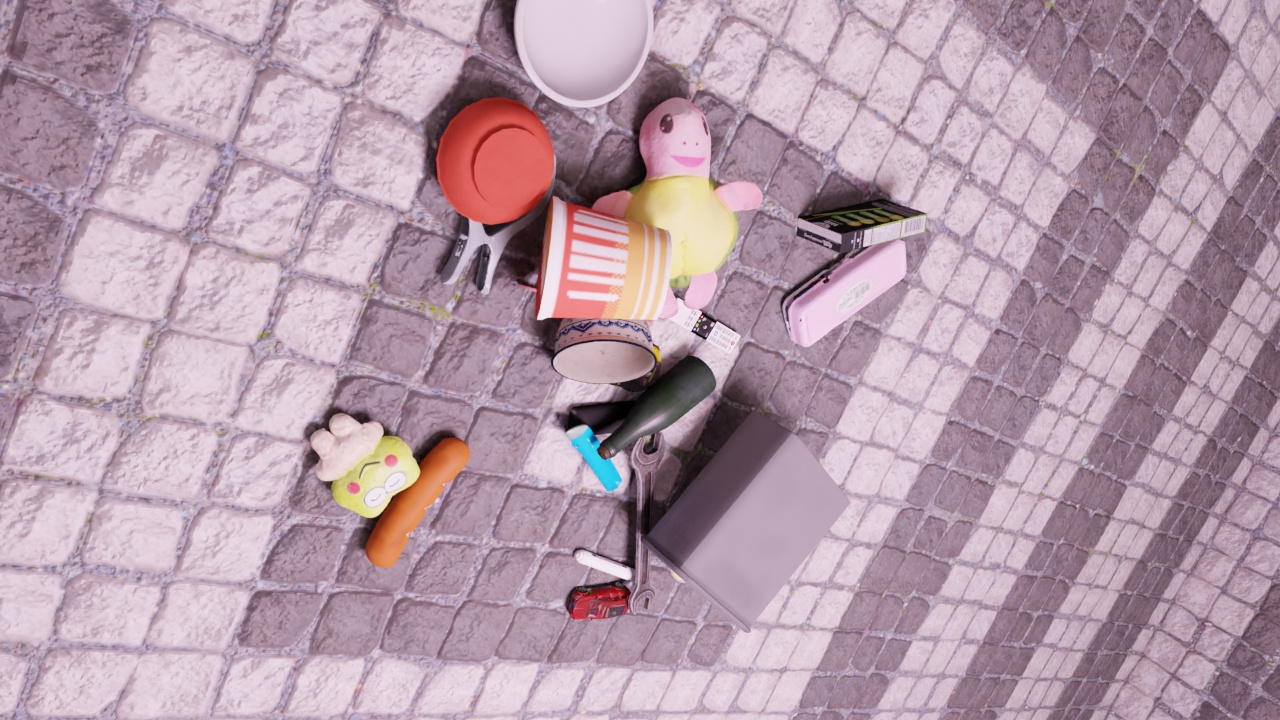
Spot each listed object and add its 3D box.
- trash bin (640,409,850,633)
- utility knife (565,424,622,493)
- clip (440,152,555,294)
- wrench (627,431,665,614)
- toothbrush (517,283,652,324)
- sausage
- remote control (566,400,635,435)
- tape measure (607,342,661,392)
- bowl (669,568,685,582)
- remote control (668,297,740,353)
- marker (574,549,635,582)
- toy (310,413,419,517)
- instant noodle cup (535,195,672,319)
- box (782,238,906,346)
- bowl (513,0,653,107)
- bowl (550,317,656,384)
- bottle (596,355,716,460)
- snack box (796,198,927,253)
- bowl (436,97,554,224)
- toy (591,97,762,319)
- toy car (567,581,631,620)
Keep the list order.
[{"bbox_3d":[0.139,0.207,1.175,0.219,0.098,0.192,-49,129,-8],"label":"trash bin"},{"bbox_3d":[-0.054,0.120,1.115,0.031,0.015,0.158,-35,139,-8],"label":"utility knife"},{"bbox_3d":[-0.169,-0.157,0.904,0.143,0.029,0.172,27,94,-39],"label":"clip"},{"bbox_3d":[0.005,0.213,1.190,0.069,0.010,0.274,-23,123,-47],"label":"wrench"},{"bbox_3d":[-0.061,-0.062,1.035,0.184,0.015,0.016,15,106,-38],"label":"toothbrush"},{"bbox_3d":[-0.244,0.152,0.996,0.164,0.039,0.044,-54,136,0],"label":"sausage"},{"bbox_3d":[-0.021,0.071,1.124,0.151,0.020,0.041,-4,116,-35],"label":"remote control"},{"bbox_3d":[-0.006,0.006,1.089,0.062,0.038,0.067,24,96,-41],"label":"tape measure"},{"bbox_3d":[0.114,0.215,1.263,0.219,0.060,0.189,-30,126,-20],"label":"bowl"},{"bbox_3d":[0.078,-0.043,1.141,0.124,0.012,0.028,27,95,-40],"label":"remote control"},{"bbox_3d":[-0.038,0.273,1.214,0.133,0.020,0.017,30,107,-39],"label":"marker"},{"bbox_3d":[-0.286,0.105,0.941,0.092,0.046,0.115,-40,121,-8],"label":"toy"},{"bbox_3d":[-0.038,-0.095,0.934,0.121,0.123,0.123,7,110,-11],"label":"instant noodle cup"},{"bbox_3d":[0.277,-0.097,1.240,0.202,0.044,0.086,-35,133,-17],"label":"box"},{"bbox_3d":[-0.061,-0.324,0.885,0.149,0.043,0.150,-15,120,-28],"label":"bowl"},{"bbox_3d":[-0.041,-0.023,1.014,0.115,0.116,0.059,20,58,-39],"label":"bowl"},{"bbox_3d":[0.015,0.062,1.102,0.173,0.055,0.055,-38,129,-27],"label":"bottle"},{"bbox_3d":[0.284,-0.174,1.174,0.147,0.080,0.025,-16,120,-28],"label":"snack box"},{"bbox_3d":[-0.131,-0.186,0.875,0.121,0.035,0.122,-15,119,-29],"label":"bowl"},{"bbox_3d":[0.038,-0.163,1.005,0.190,0.087,0.238,-8,113,-7],"label":"toy"},{"bbox_3d":[-0.054,0.322,1.218,0.091,0.036,0.042,4,111,-30],"label":"toy car"}]
